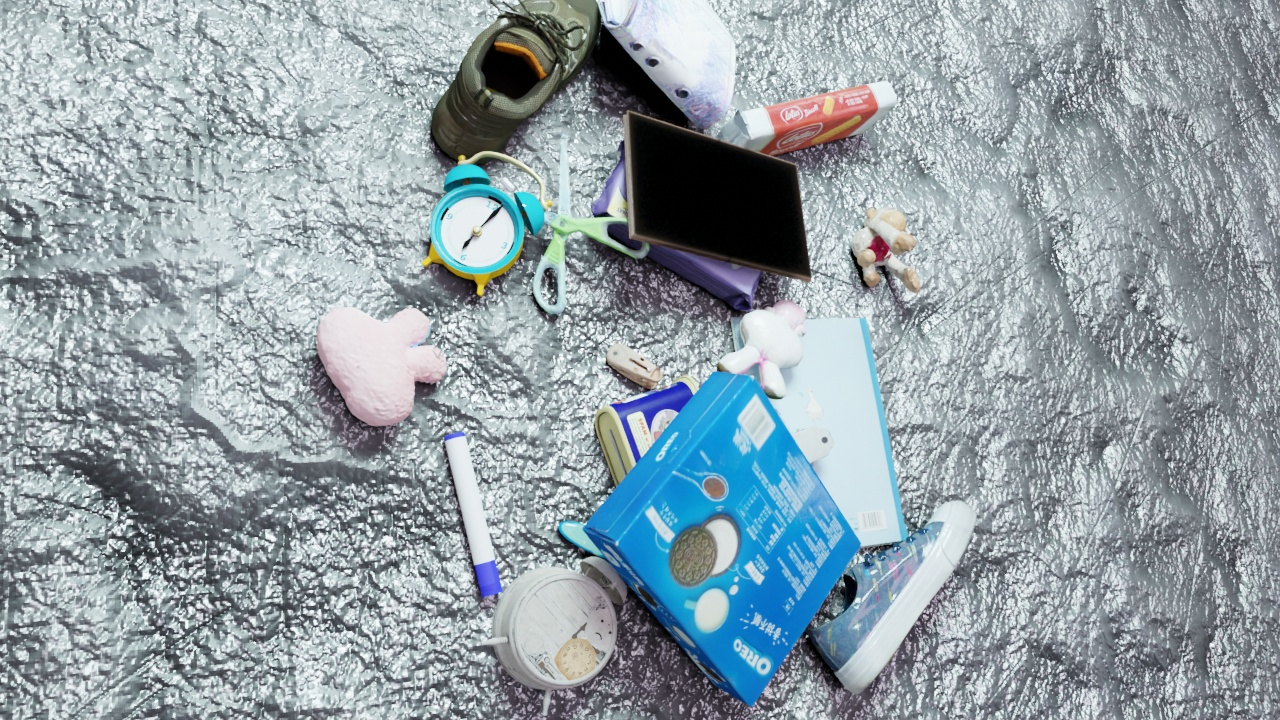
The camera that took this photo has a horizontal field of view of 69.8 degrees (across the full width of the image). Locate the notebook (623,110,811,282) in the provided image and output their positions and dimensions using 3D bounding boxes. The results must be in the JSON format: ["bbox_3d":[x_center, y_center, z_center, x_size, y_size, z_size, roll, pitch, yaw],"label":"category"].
[{"bbox_3d":[0.079,-0.162,0.918,0.209,0.008,0.141,10,64,-28],"label":"notebook"}]

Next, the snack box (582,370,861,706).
[{"bbox_3d":[0.084,0.160,0.827,0.195,0.056,0.239,-48,120,-23],"label":"snack box"}]

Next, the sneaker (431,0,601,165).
[{"bbox_3d":[-0.104,-0.303,0.864,0.101,0.143,0.237,38,63,-11],"label":"sneaker"}]

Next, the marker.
[{"bbox_3d":[-0.145,0.133,0.796,0.020,0.020,0.141,-11,81,-28],"label":"marker"}]

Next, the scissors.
[{"bbox_3d":[-0.075,-0.126,0.873,0.171,0.023,0.172,23,98,9],"label":"scissors"}]

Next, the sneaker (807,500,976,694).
[{"bbox_3d":[0.254,0.224,0.937,0.079,0.088,0.235,39,66,12],"label":"sneaker"}]

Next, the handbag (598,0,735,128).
[{"bbox_3d":[0.027,-0.329,0.948,0.158,0.069,0.126,35,47,-38],"label":"handbag"}]

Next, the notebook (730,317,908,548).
[{"bbox_3d":[0.191,0.076,0.976,0.180,0.009,0.253,-1,76,-25],"label":"notebook"}]

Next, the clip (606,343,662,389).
[{"bbox_3d":[-0.004,0.008,0.898,0.026,0.059,0.052,-62,144,-24],"label":"clip"}]

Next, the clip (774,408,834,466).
[{"bbox_3d":[0.166,0.090,0.947,0.055,0.046,0.101,-19,85,-21],"label":"clip"}]

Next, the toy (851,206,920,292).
[{"bbox_3d":[0.282,-0.134,1.051,0.085,0.074,0.105,48,33,-41],"label":"toy"}]

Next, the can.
[{"bbox_3d":[0.019,0.083,0.866,0.092,0.057,0.116,-17,84,-27],"label":"can"}]

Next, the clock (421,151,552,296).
[{"bbox_3d":[-0.144,-0.130,0.846,0.099,0.044,0.129,27,80,-3],"label":"clock"}]

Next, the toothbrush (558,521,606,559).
[{"bbox_3d":[-0.016,0.180,0.845,0.135,0.017,0.022,30,69,-16],"label":"toothbrush"}]

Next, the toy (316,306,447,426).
[{"bbox_3d":[-0.217,-0.002,0.783,0.104,0.053,0.108,-26,88,-40],"label":"toy"}]

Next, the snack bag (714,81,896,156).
[{"bbox_3d":[0.184,-0.266,1.028,0.224,0.078,0.041,-21,83,-29],"label":"snack bag"}]

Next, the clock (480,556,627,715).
[{"bbox_3d":[-0.055,0.216,0.791,0.156,0.061,0.103,-42,96,-26],"label":"clock"}]

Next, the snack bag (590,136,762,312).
[{"bbox_3d":[0.048,-0.136,0.941,0.205,0.059,0.096,29,68,-18],"label":"snack bag"}]

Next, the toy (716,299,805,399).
[{"bbox_3d":[0.134,-0.015,0.949,0.079,0.038,0.122,34,64,2],"label":"toy"}]
